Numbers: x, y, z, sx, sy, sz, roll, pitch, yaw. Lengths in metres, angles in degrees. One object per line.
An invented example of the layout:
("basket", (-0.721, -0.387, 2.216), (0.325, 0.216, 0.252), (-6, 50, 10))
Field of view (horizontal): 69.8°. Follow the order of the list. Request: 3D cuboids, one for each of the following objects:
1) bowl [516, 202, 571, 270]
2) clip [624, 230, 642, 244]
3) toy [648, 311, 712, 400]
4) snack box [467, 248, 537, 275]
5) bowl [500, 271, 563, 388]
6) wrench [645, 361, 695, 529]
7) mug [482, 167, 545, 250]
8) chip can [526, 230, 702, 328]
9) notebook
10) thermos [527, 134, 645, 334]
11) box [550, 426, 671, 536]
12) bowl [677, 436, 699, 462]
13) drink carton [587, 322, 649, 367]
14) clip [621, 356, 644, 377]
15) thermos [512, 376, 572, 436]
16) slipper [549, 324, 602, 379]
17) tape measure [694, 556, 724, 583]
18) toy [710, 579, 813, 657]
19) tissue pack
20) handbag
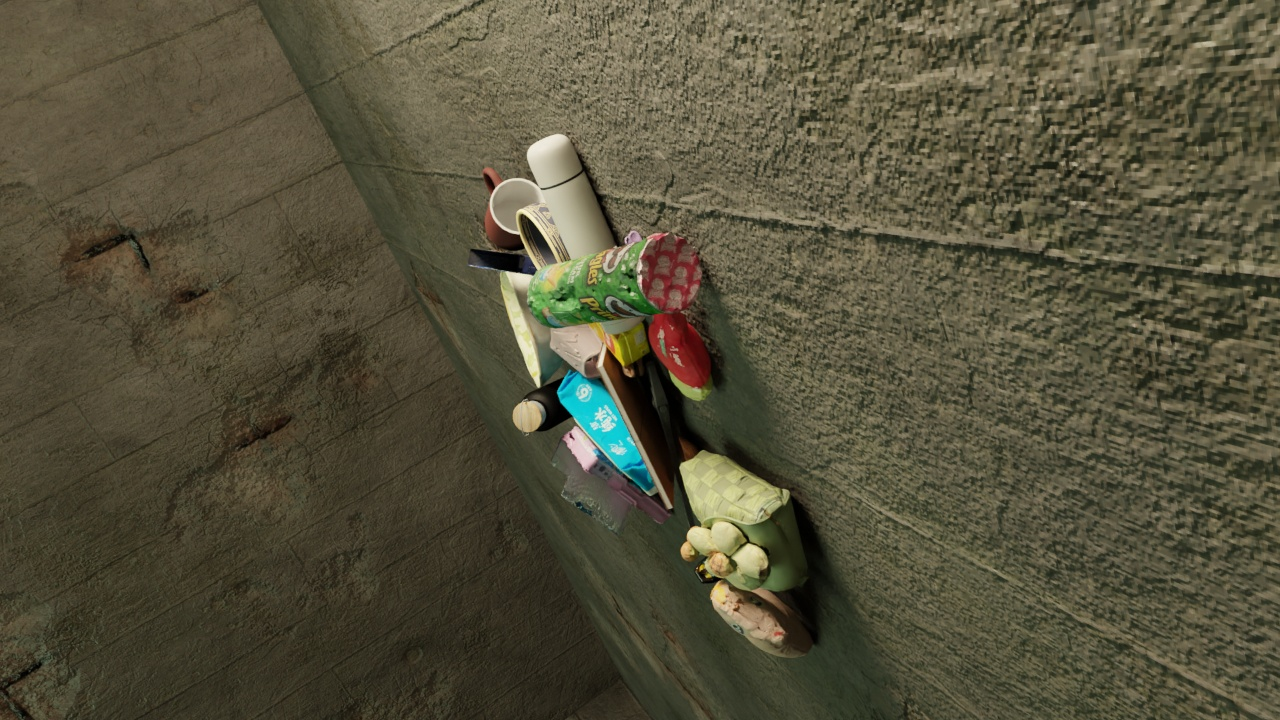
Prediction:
("bowl", (-0.091, -0.139, 1.078), (0.112, 0.061, 0.113), (52, 163, 23))
("clip", (0.001, -0.108, 0.946), (0.053, 0.013, 0.036), (53, 165, 11))
("toy", (0.040, -0.013, 0.939), (0.091, 0.045, 0.135), (47, 165, 46))
("snack box", (-0.158, -0.128, 1.220), (0.150, 0.082, 0.027), (16, 99, 52))
("bowl", (-0.156, -0.056, 1.393), (0.219, 0.060, 0.189), (-126, 21, -56))
("wrench", (0.042, 0.119, 1.158), (0.073, 0.018, 0.273), (-109, 3, -59))
("mug", (-0.170, -0.200, 1.182), (0.105, 0.073, 0.083), (54, 164, -2))
("chip can", (-0.034, -0.074, 0.909), (0.224, 0.075, 0.075), (-5, 116, 56))
("notebook", (-0.002, 0.070, 1.169), (0.141, 0.008, 0.209), (-83, -31, -69))
("thermos", (-0.059, -0.136, 1.003), (0.052, 0.052, 0.224), (28, 146, 61))
("box", (-0.055, 0.198, 1.389), (0.085, 0.096, 0.230), (45, 180, 44))
("bowl", (0.071, 0.142, 1.134), (0.114, 0.026, 0.102), (-119, 15, -83))
("drink carton", (-0.042, -0.058, 1.116), (0.134, 0.043, 0.059), (49, 165, 33))
("clip", (-0.001, 0.005, 1.128), (0.061, 0.043, 0.025), (-137, 34, -67))
("thermos", (-0.132, 0.066, 1.360), (0.061, 0.061, 0.231), (59, -162, 1))
("slipper", (-0.099, -0.046, 1.269), (0.239, 0.064, 0.094), (56, 164, 16))
("tape measure", (0.106, 0.262, 1.203), (0.038, 0.063, 0.067), (56, -159, 19))
("toy", (0.121, 0.292, 1.080), (0.196, 0.065, 0.264), (25, 171, 36))
("tissue pack", (-0.029, 0.106, 1.300), (0.209, 0.066, 0.117), (46, 177, 32))
("handbag", (0.096, 0.178, 0.988), (0.186, 0.116, 0.113), (31, 148, 56))
